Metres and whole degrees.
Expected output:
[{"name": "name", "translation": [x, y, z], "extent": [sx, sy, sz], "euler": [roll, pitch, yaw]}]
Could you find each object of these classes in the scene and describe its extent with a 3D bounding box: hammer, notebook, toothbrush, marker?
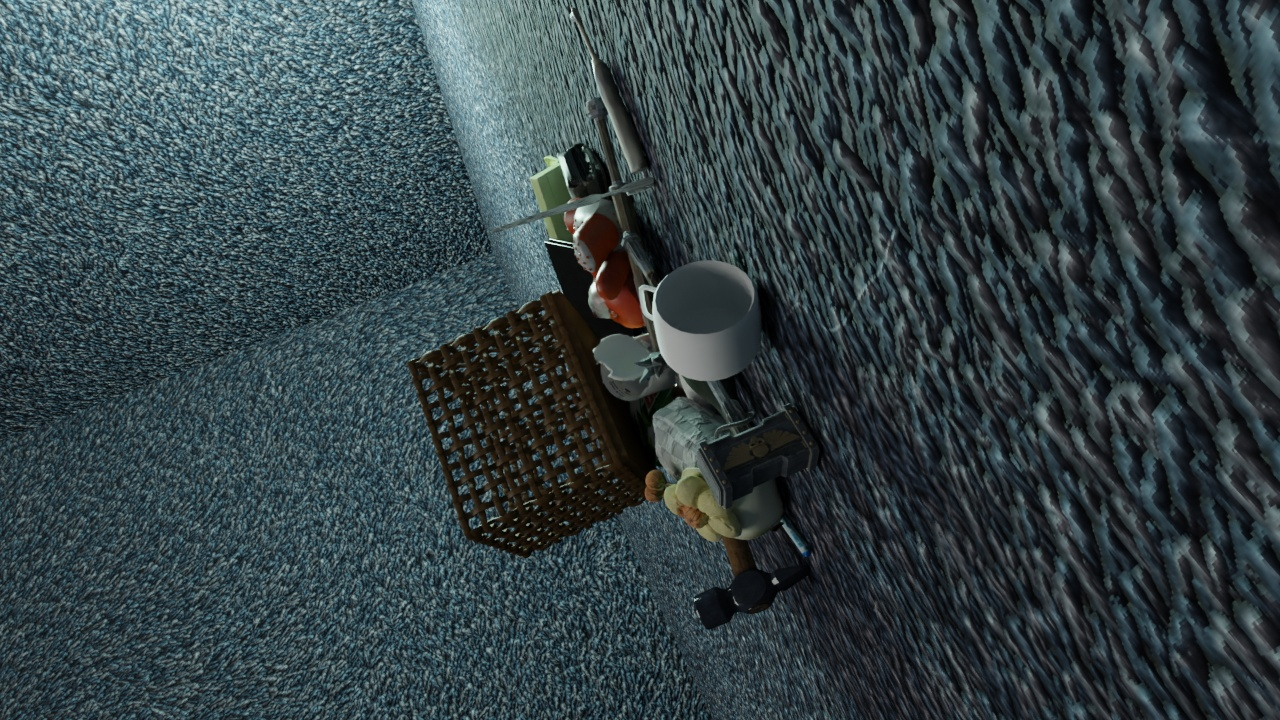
[{"name": "hammer", "translation": [0.092, 0.150, 1.097], "extent": [0.040, 0.129, 0.321], "euler": [53, -165, -50]}, {"name": "notebook", "translation": [-0.057, -0.071, 1.400], "extent": [0.169, 0.019, 0.232], "euler": [19, 136, 47]}, {"name": "toothbrush", "translation": [-0.035, -0.287, 0.969], "extent": [0.024, 0.022, 0.185], "euler": [-18, 97, 62]}, {"name": "toothbrush", "translation": [-0.072, -0.162, 0.975], "extent": [0.010, 0.181, 0.010], "euler": [84, 167, -70]}, {"name": "hammer", "translation": [-0.009, -0.144, 1.053], "extent": [0.146, 0.028, 0.317], "euler": [-36, -68, -67]}, {"name": "hammer", "translation": [0.050, -0.015, 0.889], "extent": [0.044, 0.098, 0.321], "euler": [82, 163, -57]}, {"name": "marker", "translation": [0.151, 0.166, 1.013], "extent": [0.141, 0.013, 0.013], "euler": [-125, 16, -51]}]

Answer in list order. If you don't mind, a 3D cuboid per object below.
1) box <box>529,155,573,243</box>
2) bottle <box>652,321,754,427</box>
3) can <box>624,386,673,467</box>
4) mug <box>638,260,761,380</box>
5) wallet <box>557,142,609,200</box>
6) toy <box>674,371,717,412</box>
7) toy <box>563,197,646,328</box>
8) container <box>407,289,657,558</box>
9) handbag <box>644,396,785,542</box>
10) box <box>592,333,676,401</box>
[{"name": "box", "translation": [-0.118, -0.232, 1.491], "extent": [0.133, 0.061, 0.188], "euler": [-82, -23, -62]}, {"name": "bottle", "translation": [0.073, 0.014, 0.966], "extent": [0.055, 0.055, 0.174], "euler": [82, 162, -57]}, {"name": "can", "translation": [0.028, 0.064, 1.237], "extent": [0.083, 0.083, 0.144], "euler": [99, 147, -73]}, {"name": "mug", "translation": [0.050, -0.037, 0.813], "extent": [0.116, 0.094, 0.068], "euler": [20, 148, 24]}, {"name": "wallet", "translation": [-0.068, -0.215, 1.231], "extent": [0.132, 0.054, 0.100], "euler": [77, 178, -48]}, {"name": "toy", "translation": [0.068, 0.031, 1.080], "extent": [0.126, 0.037, 0.076], "euler": [118, 133, -71]}, {"name": "toy", "translation": [-0.037, -0.113, 1.131], "extent": [0.172, 0.093, 0.163], "euler": [61, -179, -27]}, {"name": "container", "translation": [-0.130, 0.089, 1.207], "extent": [0.251, 0.214, 0.219], "euler": [66, -175, 22]}, {"name": "handbag", "translation": [0.068, 0.122, 1.009], "extent": [0.171, 0.123, 0.112], "euler": [33, 152, 49]}, {"name": "box", "translation": [-0.006, 0.004, 1.122], "extent": [0.081, 0.092, 0.159], "euler": [41, -154, 16]}]
